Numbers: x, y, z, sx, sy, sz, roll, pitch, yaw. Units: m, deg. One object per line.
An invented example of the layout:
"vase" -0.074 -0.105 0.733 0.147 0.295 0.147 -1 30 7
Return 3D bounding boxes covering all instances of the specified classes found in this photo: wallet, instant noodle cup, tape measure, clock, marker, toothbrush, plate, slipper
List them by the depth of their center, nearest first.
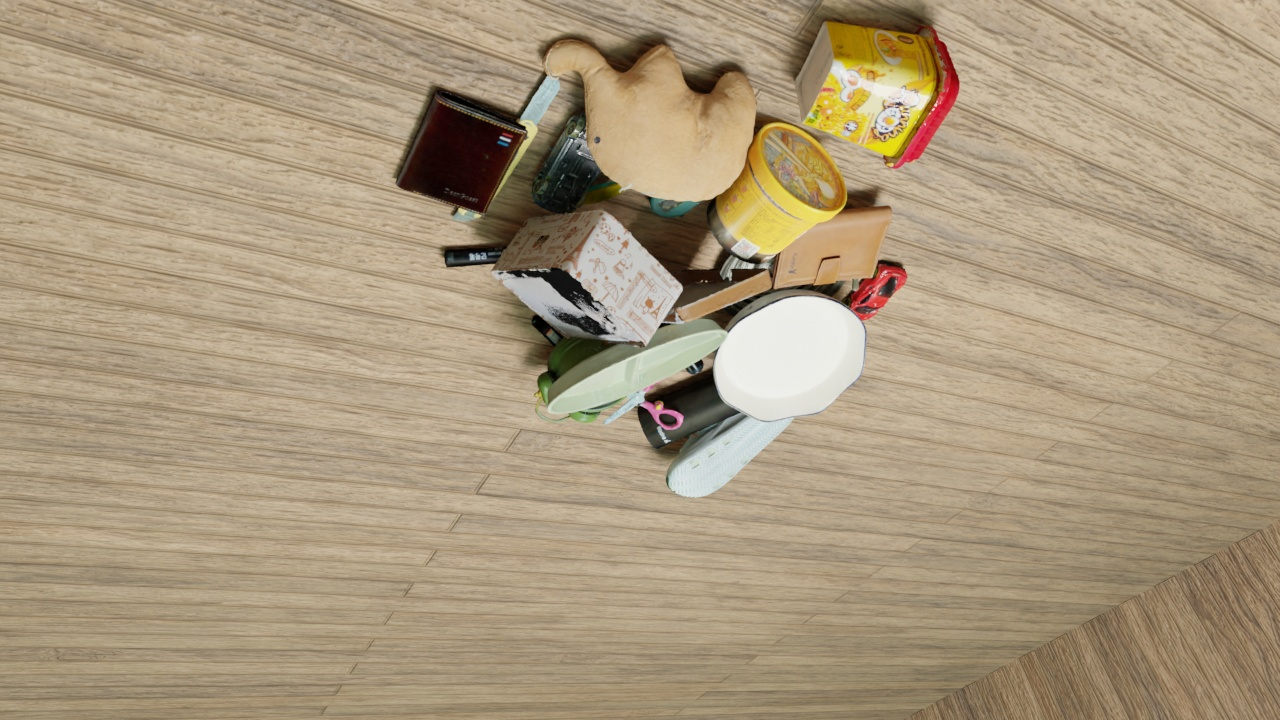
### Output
"instant noodle cup" 0.225 -0.267 0.897 0.123 0.115 0.116 11 139 -12
"wallet" -0.179 -0.203 0.915 0.096 0.020 0.123 20 135 -21
"instant noodle cup" 0.140 -0.173 0.988 0.118 0.118 0.115 12 144 -30
"tape measure" 0.037 -0.181 1.012 0.055 0.025 0.058 -36 139 28
"marker" -0.156 -0.119 1.042 0.132 0.020 0.022 -5 158 -12
"plate" -0.006 0.006 1.077 0.230 0.027 0.230 -22 169 -5
"wallet" 0.225 -0.131 1.098 0.130 0.035 0.119 -8 136 -8
"plate" 0.179 -0.112 1.151 0.179 0.024 0.180 -9 142 -7
"marker" -0.105 -0.022 1.188 0.018 0.015 0.124 -48 138 -4
"toothbrush" 0.034 -0.044 1.193 0.027 0.026 0.212 -12 145 20
"clock" -0.070 0.024 1.197 0.161 0.056 0.116 -42 137 14
"plate" 0.192 -0.009 1.198 0.205 0.045 0.205 -5 128 -6
"slipper" 0.132 0.113 1.395 0.245 0.074 0.104 -40 137 9

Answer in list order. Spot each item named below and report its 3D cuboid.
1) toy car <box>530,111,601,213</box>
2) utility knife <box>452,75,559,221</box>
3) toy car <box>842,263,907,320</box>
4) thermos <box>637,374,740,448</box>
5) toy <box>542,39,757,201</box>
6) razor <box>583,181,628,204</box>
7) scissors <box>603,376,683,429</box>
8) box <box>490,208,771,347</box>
"toy car" -0.069 -0.204 0.944 0.054 0.036 0.121 15 127 -32
"utility knife" -0.136 -0.212 0.934 0.031 0.021 0.209 11 133 -36
"toy car" 0.309 -0.086 1.219 0.049 0.031 0.107 9 140 -25
"thermos" 0.112 0.040 1.305 0.243 0.068 0.090 -26 112 13
"toy" 0.008 -0.230 0.889 0.225 0.082 0.143 10 101 -27
"razor" -0.017 -0.195 0.980 0.133 0.028 0.043 -23 146 16
"scissors" 0.003 0.047 1.278 0.133 0.017 0.131 22 104 -2
"box" -0.010 -0.079 0.995 0.271 0.132 0.180 9 180 -34
